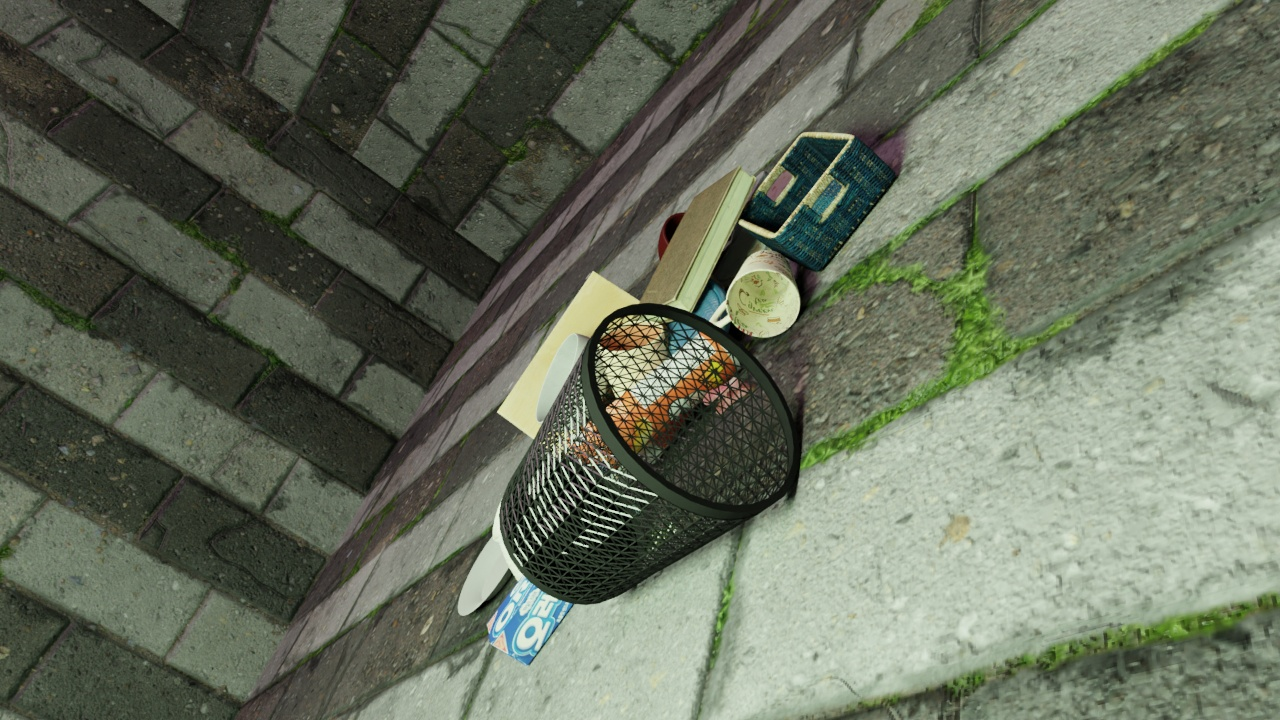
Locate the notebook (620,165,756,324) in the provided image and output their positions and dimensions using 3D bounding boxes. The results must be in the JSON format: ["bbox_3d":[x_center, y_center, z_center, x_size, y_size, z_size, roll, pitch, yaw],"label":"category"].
[{"bbox_3d":[0.058,-0.139,1.221,0.215,0.034,0.190,-64,18,-17],"label":"notebook"}]

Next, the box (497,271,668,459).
[{"bbox_3d":[-0.078,0.013,1.322,0.249,0.122,0.140,-55,43,0],"label":"box"}]

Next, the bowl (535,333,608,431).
[{"bbox_3d":[-0.083,0.035,1.224,0.132,0.064,0.131,-56,21,33],"label":"bowl"}]

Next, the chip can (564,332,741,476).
[{"bbox_3d":[0.014,0.051,1.047,0.210,0.062,0.062,-39,15,-4],"label":"chip can"}]

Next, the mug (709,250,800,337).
[{"bbox_3d":[0.127,-0.071,1.054,0.122,0.081,0.097,-37,14,24],"label":"mug"}]

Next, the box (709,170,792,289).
[{"bbox_3d":[0.157,-0.183,1.288,0.216,0.058,0.154,-61,16,-24],"label":"box"}]

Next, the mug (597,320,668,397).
[{"bbox_3d":[-0.007,0.007,1.190,0.085,0.104,0.111,-18,27,-10],"label":"mug"}]

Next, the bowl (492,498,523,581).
[{"bbox_3d":[-0.146,0.208,1.190,0.178,0.071,0.177,-54,23,36],"label":"bowl"}]

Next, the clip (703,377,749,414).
[{"bbox_3d":[0.100,0.041,1.015,0.059,0.038,0.022,-40,17,43],"label":"clip"}]

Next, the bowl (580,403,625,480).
[{"bbox_3d":[-0.052,0.106,1.232,0.151,0.056,0.150,-49,17,20],"label":"bowl"}]

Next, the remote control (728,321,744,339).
[{"bbox_3d":[0.138,-0.076,1.151,0.039,0.010,0.124,-27,31,58],"label":"remote control"}]

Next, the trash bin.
[{"bbox_3d":[-0.011,0.106,0.873,0.244,0.217,0.216,-49,15,40],"label":"trash bin"}]

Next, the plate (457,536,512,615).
[{"bbox_3d":[-0.209,0.300,1.346,0.173,0.019,0.172,-48,17,20],"label":"plate"}]

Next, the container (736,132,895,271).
[{"bbox_3d":[0.203,-0.192,1.095,0.145,0.071,0.187,-52,16,7],"label":"container"}]

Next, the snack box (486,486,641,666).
[{"bbox_3d":[-0.089,0.240,1.062,0.226,0.059,0.059,-53,19,1],"label":"snack box"}]

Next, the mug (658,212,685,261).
[{"bbox_3d":[0.075,-0.177,1.446,0.113,0.087,0.089,-32,-15,-29],"label":"mug"}]

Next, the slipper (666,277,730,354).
[{"bbox_3d":[0.079,-0.057,1.183,0.104,0.059,0.213,-53,21,19],"label":"slipper"}]

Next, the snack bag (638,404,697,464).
[{"bbox_3d":[0.029,0.066,1.122,0.116,0.036,0.077,-54,15,-1],"label":"snack bag"}]
